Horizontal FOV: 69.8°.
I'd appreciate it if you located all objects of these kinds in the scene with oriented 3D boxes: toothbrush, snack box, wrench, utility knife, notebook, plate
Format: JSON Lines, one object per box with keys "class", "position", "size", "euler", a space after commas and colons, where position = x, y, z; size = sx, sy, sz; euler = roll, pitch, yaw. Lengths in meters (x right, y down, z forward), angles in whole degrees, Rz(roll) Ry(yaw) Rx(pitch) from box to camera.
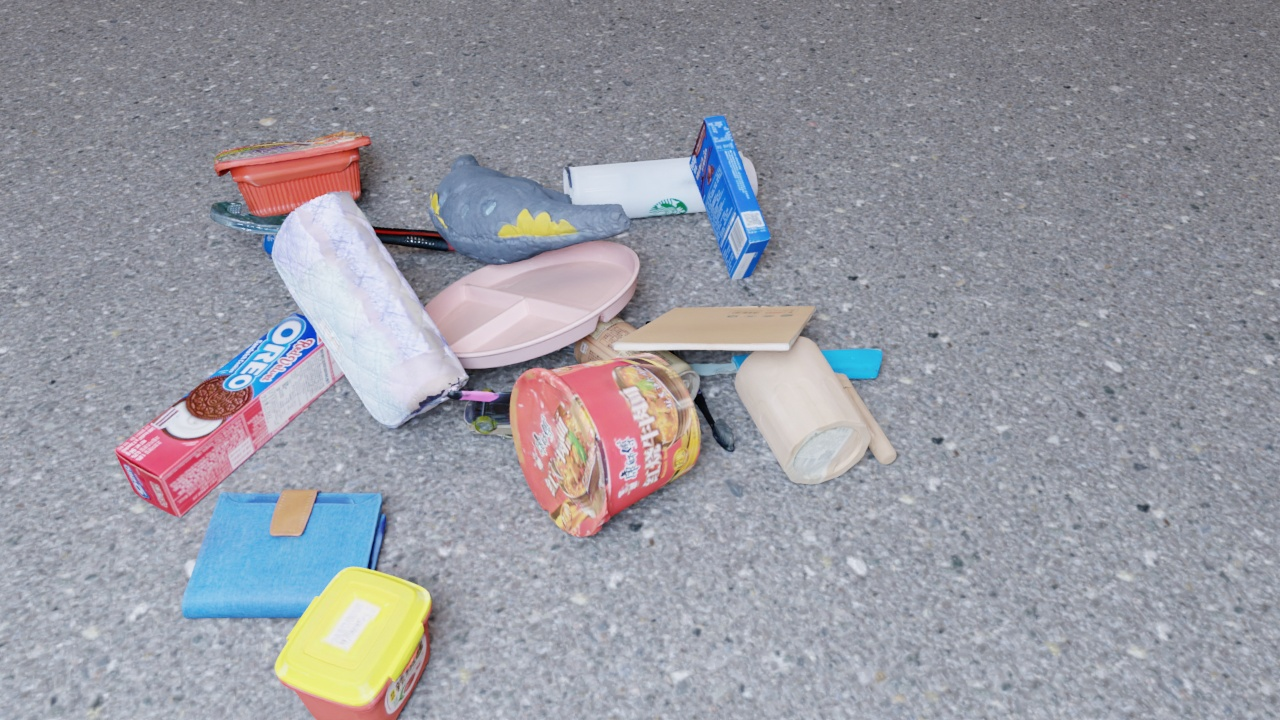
{"class": "toothbrush", "position": [-0.081, 0.037, 0.785], "size": [0.189, 0.014, 0.017], "euler": [6, 45, -41]}
{"class": "snack box", "position": [-0.187, 0.198, 0.615], "size": [0.082, 0.080, 0.091], "euler": [14, 44, 13]}
{"class": "toothbrush", "position": [0.044, 0.018, 0.866], "size": [0.014, 0.017, 0.189], "euler": [-14, 45, -19]}
{"class": "wrench", "position": [-0.303, -0.136, 0.966], "size": [0.273, 0.016, 0.056], "euler": [4, 28, -29]}
{"class": "snack box", "position": [-0.349, 0.042, 0.804], "size": [0.057, 0.058, 0.206], "euler": [23, 46, 18]}
{"class": "utility knife", "position": [0.134, 0.005, 0.883], "size": [0.199, 0.018, 0.034], "euler": [-1, 45, 2]}
{"class": "snack box", "position": [0.094, -0.175, 0.989], "size": [0.026, 0.085, 0.157], "euler": [-12, 70, -14]}
{"class": "notebook", "position": [0.076, -0.032, 0.839], "size": [0.148, 0.008, 0.207], "euler": [0, 12, 17]}
{"class": "plate", "position": [-0.108, -0.056, 0.890], "size": [0.230, 0.028, 0.229], "euler": [-14, 28, 8]}

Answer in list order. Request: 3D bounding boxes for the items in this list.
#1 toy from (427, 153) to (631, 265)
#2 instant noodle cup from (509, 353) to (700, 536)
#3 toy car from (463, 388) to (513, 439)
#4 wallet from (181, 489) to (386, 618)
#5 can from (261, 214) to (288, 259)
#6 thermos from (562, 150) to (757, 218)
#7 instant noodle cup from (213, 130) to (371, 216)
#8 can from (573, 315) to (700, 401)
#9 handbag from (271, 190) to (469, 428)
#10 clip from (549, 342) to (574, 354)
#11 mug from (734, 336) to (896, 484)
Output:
{"class": "toy", "position": [-0.151, -0.163, 0.977], "size": [0.137, 0.091, 0.356], "euler": [-30, 34, -21]}
{"class": "instant noodle cup", "position": [-0.027, 0.059, 0.743], "size": [0.108, 0.138, 0.138], "euler": [-19, 45, -33]}
{"class": "toy car", "position": [-0.111, 0.050, 0.814], "size": [0.090, 0.035, 0.042], "euler": [1, 41, -4]}
{"class": "wallet", "position": [-0.269, 0.148, 0.704], "size": [0.133, 0.040, 0.106], "euler": [1, 46, -1]}
{"class": "can", "position": [-0.336, -0.108, 0.973], "size": [0.135, 0.053, 0.053], "euler": [25, 47, 24]}
{"class": "thermos", "position": [0.025, -0.200, 1.075], "size": [0.224, 0.073, 0.073], "euler": [-7, 43, -9]}
{"class": "instant noodle cup", "position": [-0.387, -0.212, 1.041], "size": [0.164, 0.079, 0.189], "euler": [-15, 18, -16]}
{"class": "can", "position": [-0.005, 0.005, 0.850], "size": [0.058, 0.059, 0.116], "euler": [-32, 51, -31]}
{"class": "handbag", "position": [-0.234, -0.035, 0.786], "size": [0.075, 0.134, 0.194], "euler": [-36, 93, -34]}
{"class": "clip", "position": [-0.078, -0.018, 0.904], "size": [0.057, 0.031, 0.025], "euler": [6, 44, -2]}
{"class": "mug", "position": [0.156, 0.046, 0.803], "size": [0.124, 0.084, 0.103], "euler": [11, 36, -31]}
